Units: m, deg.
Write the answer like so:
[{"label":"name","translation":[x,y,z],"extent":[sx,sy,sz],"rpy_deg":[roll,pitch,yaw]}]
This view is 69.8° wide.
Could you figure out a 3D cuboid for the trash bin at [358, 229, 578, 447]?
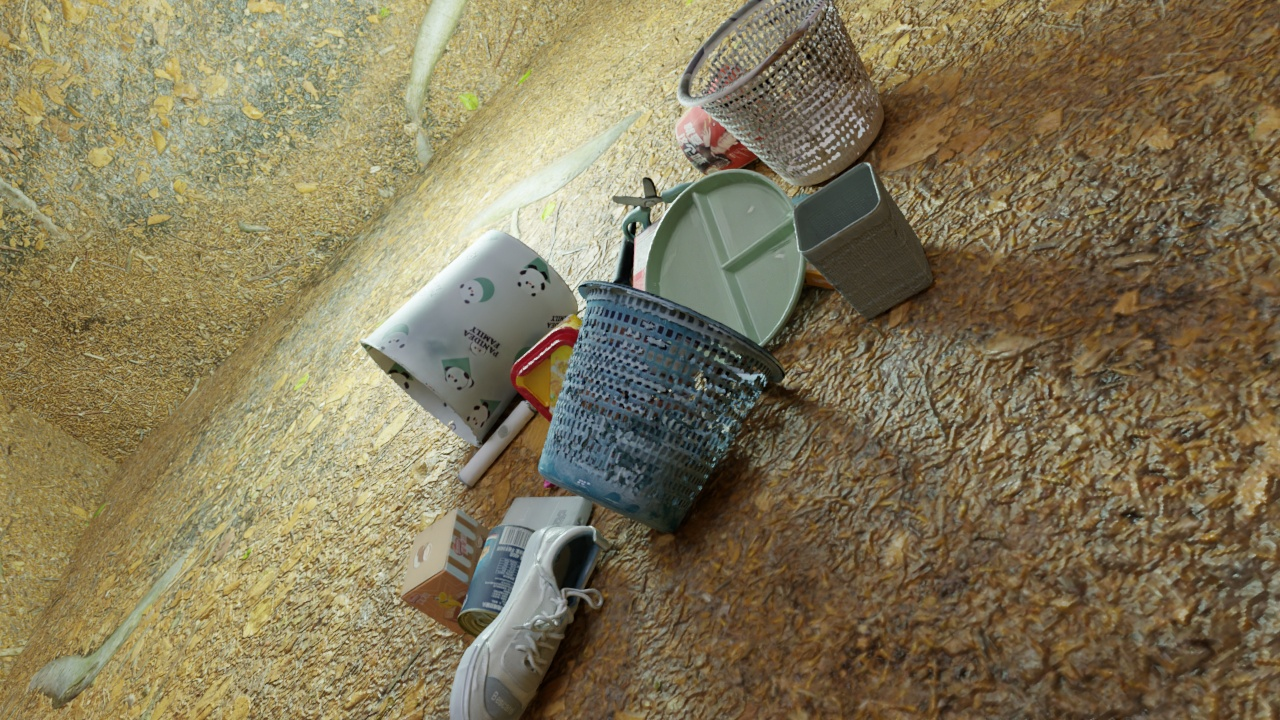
[{"label":"trash bin","translation":[-0.239,-0.040,1.351],"extent":[0.251,0.229,0.230],"rpy_deg":[-50,27,-17]}]

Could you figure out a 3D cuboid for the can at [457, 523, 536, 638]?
[{"label":"can","translation":[-0.145,0.242,0.996],"extent":[0.075,0.075,0.110],"rpy_deg":[-24,36,37]}]

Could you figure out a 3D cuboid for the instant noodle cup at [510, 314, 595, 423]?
[{"label":"instant noodle cup","translation":[-0.094,0.006,1.202],"extent":[0.116,0.116,0.123],"rpy_deg":[-39,17,16]}]

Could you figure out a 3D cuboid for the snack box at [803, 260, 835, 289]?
[{"label":"snack box","translation":[0.181,-0.124,1.032],"extent":[0.154,0.026,0.075],"rpy_deg":[16,65,44]}]

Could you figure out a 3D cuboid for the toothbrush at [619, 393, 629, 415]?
[{"label":"toothbrush","translation":[-0.007,0.007,1.173],"extent":[0.018,0.014,0.188],"rpy_deg":[-36,27,46]}]

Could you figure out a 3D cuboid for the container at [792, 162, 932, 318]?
[{"label":"container","translation":[0.221,-0.113,0.901],"extent":[0.090,0.114,0.090],"rpy_deg":[-31,32,27]}]

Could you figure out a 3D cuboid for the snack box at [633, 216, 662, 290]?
[{"label":"snack box","translation":[0.028,-0.111,1.229],"extent":[0.058,0.057,0.207],"rpy_deg":[-35,31,26]}]

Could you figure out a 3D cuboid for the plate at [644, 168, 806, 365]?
[{"label":"plate","translation":[0.095,-0.104,1.051],"extent":[0.231,0.027,0.230],"rpy_deg":[-10,76,43]}]

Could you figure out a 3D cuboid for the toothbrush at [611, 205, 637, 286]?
[{"label":"toothbrush","translation":[-0.018,-0.178,1.412],"extent":[0.026,0.027,0.212],"rpy_deg":[7,43,2]}]

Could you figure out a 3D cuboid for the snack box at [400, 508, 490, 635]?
[{"label":"snack box","translation":[-0.210,0.245,1.062],"extent":[0.077,0.094,0.092],"rpy_deg":[-34,31,24]}]

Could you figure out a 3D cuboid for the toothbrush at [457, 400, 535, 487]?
[{"label":"toothbrush","translation":[-0.175,0.087,1.288],"extent":[0.221,0.027,0.026],"rpy_deg":[-49,-5,-4]}]

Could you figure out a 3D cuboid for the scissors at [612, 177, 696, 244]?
[{"label":"scissors","translation":[0.043,-0.208,1.300],"extent":[0.170,0.175,0.019],"rpy_deg":[102,164,-66]}]

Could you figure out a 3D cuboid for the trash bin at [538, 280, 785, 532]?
[{"label":"trash bin","translation":[0.003,0.056,0.915],"extent":[0.227,0.226,0.195],"rpy_deg":[12,76,58]}]

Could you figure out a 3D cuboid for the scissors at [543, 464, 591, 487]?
[{"label":"scissors","translation":[-0.064,0.123,1.103],"extent":[0.133,0.017,0.136],"rpy_deg":[-37,27,12]}]

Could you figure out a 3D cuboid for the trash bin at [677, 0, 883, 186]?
[{"label":"trash bin","translation":[0.191,-0.334,1.140],"extent":[0.228,0.192,0.227],"rpy_deg":[-34,30,23]}]

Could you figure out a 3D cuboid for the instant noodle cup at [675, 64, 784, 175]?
[{"label":"instant noodle cup","translation":[0.124,-0.331,1.306],"extent":[0.109,0.138,0.137],"rpy_deg":[-32,31,42]}]

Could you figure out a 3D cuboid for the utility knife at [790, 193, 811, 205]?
[{"label":"utility knife","translation":[0.115,-0.154,1.154],"extent":[0.230,0.015,0.033],"rpy_deg":[-29,37,-1]}]

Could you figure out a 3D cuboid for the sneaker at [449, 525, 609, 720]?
[{"label":"sneaker","translation":[-0.097,0.263,0.902],"extent":[0.091,0.089,0.241],"rpy_deg":[-16,34,37]}]

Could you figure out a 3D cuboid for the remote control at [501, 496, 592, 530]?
[{"label":"remote control","translation":[-0.114,0.188,1.078],"extent":[0.150,0.021,0.058],"rpy_deg":[-10,45,49]}]
